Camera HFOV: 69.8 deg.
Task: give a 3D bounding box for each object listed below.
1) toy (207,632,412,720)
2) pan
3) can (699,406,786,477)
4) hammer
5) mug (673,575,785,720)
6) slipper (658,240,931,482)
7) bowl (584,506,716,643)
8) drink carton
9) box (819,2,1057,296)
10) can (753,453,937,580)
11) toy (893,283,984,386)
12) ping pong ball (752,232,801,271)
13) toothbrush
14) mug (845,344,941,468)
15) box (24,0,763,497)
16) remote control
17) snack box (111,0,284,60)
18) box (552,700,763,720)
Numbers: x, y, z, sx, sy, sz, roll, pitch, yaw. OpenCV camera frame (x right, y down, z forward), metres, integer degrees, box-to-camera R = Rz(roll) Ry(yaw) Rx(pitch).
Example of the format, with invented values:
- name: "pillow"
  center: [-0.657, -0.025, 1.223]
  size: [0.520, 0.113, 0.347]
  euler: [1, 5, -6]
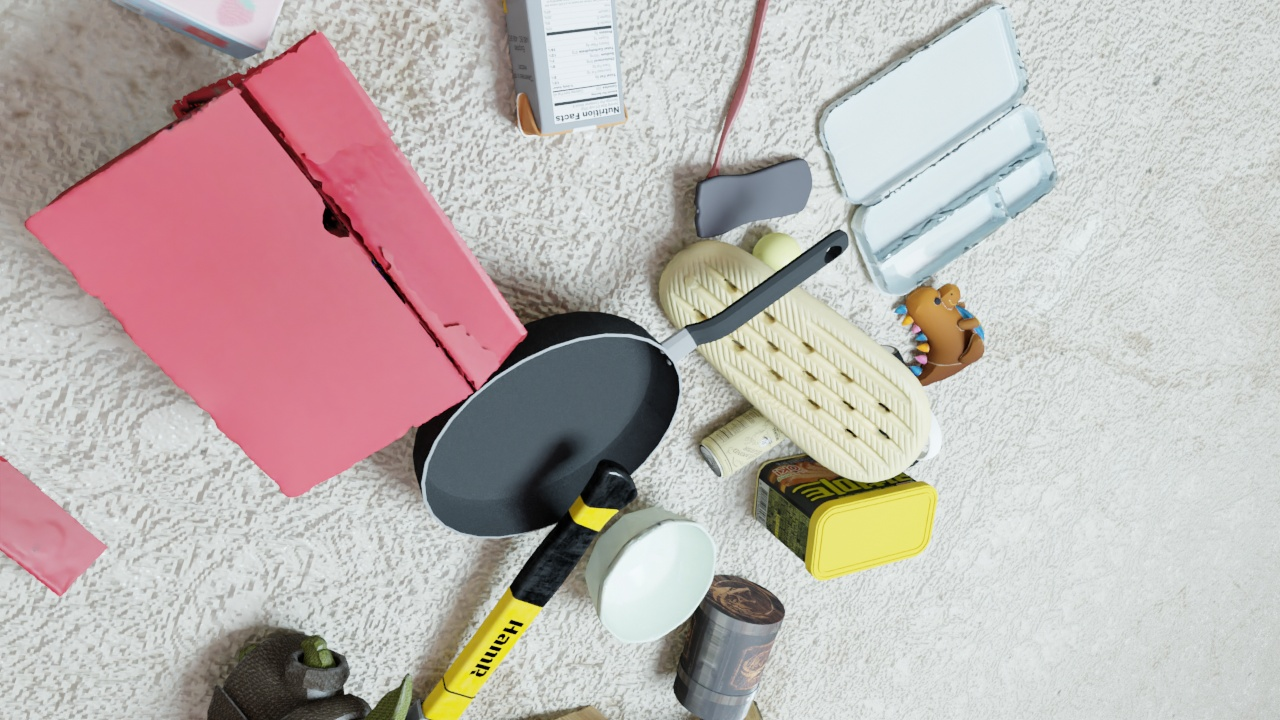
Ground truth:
- name: "toy"
  center: [-0.242, 0.267, 0.651]
  size: [0.078, 0.153, 0.179]
  euler: [15, 105, -58]
- name: "pan"
  center: [-0.004, 0.004, 0.666]
  size: [0.355, 0.044, 0.204]
  euler: [-36, 145, -1]
- name: "can"
  center: [0.093, 0.066, 0.797]
  size: [0.079, 0.038, 0.038]
  euler: [-31, 120, -13]
- name: "hammer"
  center: [-0.110, 0.207, 0.725]
  size: [0.169, 0.034, 0.325]
  euler: [28, 105, -32]
- name: "mug"
  center: [0.090, 0.265, 0.861]
  size: [0.115, 0.080, 0.107]
  euler: [-7, 117, -53]
- name: "slipper"
  center: [0.130, -0.010, 0.748]
  size: [0.261, 0.079, 0.112]
  euler: [38, 122, -11]
- name: "bowl"
  center: [0.001, 0.173, 0.776]
  size: [0.117, 0.061, 0.118]
  euler: [-16, 121, -29]
- name: "drink carton"
  center: [-0.052, -0.215, 0.604]
  size: [0.076, 0.048, 0.125]
  euler: [-15, 116, -21]
- name: "box"
  center: [0.259, -0.178, 0.792]
  size: [0.209, 0.038, 0.190]
  euler: [-36, 114, -10]
- name: "can"
  center: [0.182, 0.132, 0.831]
  size: [0.130, 0.101, 0.073]
  euler: [-8, 113, -24]
- name: "toy"
  center: [0.265, -0.020, 0.853]
  size: [0.103, 0.070, 0.090]
  euler: [-39, 111, 19]
- name: "ping pong ball"
  center: [0.111, -0.084, 0.745]
  size: [0.040, 0.040, 0.040]
  euler: [-10, 114, -23]
- name: "toothbrush"
  center: [0.076, -0.199, 0.697]
  size: [0.015, 0.015, 0.184]
  euler: [6, 106, -32]
- name: "mug"
  center: [0.214, 0.042, 0.803]
  size: [0.084, 0.119, 0.100]
  euler: [-14, 105, -27]
- name: "box"
  center: [-0.099, -0.141, 0.572]
  size: [0.466, 0.138, 0.214]
  euler: [-42, 121, -15]
- name: "remote control"
  center: [0.090, -0.129, 0.721]
  size: [0.124, 0.009, 0.046]
  euler: [-19, 120, -33]
- name: "snack box"
  center: [-0.225, -0.221, 0.484]
  size: [0.079, 0.093, 0.095]
  euler: [20, 92, -32]
- name: "box"
  center: [0.038, 0.490, 0.820]
  size: [0.263, 0.270, 0.279]
  euler: [2, 109, -44]
